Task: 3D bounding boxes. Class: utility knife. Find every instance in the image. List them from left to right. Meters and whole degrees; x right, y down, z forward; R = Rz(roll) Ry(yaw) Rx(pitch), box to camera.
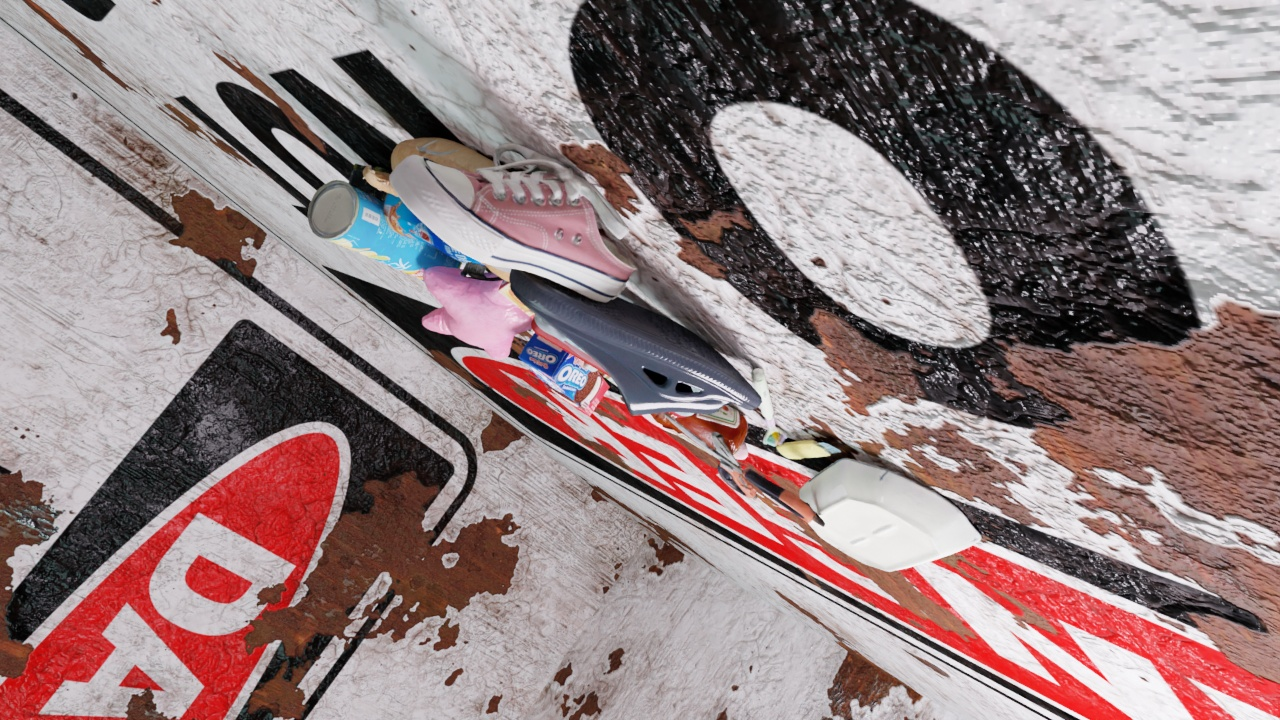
[{"bbox_3d":[0.181,0.100,1.008,0.031,0.019,0.179,32,174,-3],"label":"utility knife"}]

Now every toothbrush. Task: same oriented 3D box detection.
[{"bbox_3d":[-0.122,-0.087,0.952,0.014,0.017,0.188,8,-175,30],"label":"toothbrush"},{"bbox_3d":[0.132,0.050,0.956,0.189,0.029,0.020,62,-169,-62],"label":"toothbrush"}]

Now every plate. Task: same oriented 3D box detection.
[{"bbox_3d":[0.255,0.178,0.995,0.162,0.034,0.266,31,161,4],"label":"plate"}]

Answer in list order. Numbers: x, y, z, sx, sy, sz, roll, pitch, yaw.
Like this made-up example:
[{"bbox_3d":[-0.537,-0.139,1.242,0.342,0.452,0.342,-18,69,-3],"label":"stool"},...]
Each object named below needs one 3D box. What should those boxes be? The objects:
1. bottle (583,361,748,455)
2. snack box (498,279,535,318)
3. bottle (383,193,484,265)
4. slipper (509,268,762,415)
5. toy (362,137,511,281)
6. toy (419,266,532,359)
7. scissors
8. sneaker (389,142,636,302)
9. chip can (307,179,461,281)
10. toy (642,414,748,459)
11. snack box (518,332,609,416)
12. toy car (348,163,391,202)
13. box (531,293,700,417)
[{"bbox_3d":[0.029,0.043,1.057,0.206,0.059,0.060,31,169,-15],"label":"bottle"},{"bbox_3d":[-0.086,-0.054,1.069,0.153,0.025,0.075,40,145,-21],"label":"snack box"},{"bbox_3d":[-0.195,-0.142,0.994,0.219,0.065,0.065,25,164,37],"label":"bottle"},{"bbox_3d":[-0.012,-0.005,0.849,0.268,0.083,0.110,26,-164,-24],"label":"slipper"},{"bbox_3d":[-0.180,-0.156,0.866,0.226,0.082,0.144,33,156,21],"label":"toy"},{"bbox_3d":[-0.193,-0.073,1.149,0.178,0.074,0.195,29,140,-30],"label":"toy"},{"bbox_3d":[0.109,0.122,1.025,0.225,0.015,0.189,36,168,-7],"label":"scissors"},{"bbox_3d":[-0.083,-0.120,0.732,0.240,0.088,0.118,19,-153,-46],"label":"sneaker"},{"bbox_3d":[-0.304,-0.150,1.113,0.071,0.071,0.210,30,-177,25],"label":"chip can"},{"bbox_3d":[0.062,0.077,1.162,0.159,0.054,0.121,33,170,-12],"label":"toy"},{"bbox_3d":[-0.098,0.016,1.212,0.058,0.057,0.207,31,170,18],"label":"snack box"},{"bbox_3d":[-0.329,-0.215,1.128,0.090,0.042,0.035,17,179,40],"label":"toy car"},{"bbox_3d":[-0.009,-0.029,0.975,0.201,0.100,0.094,31,-148,-5],"label":"box"}]
